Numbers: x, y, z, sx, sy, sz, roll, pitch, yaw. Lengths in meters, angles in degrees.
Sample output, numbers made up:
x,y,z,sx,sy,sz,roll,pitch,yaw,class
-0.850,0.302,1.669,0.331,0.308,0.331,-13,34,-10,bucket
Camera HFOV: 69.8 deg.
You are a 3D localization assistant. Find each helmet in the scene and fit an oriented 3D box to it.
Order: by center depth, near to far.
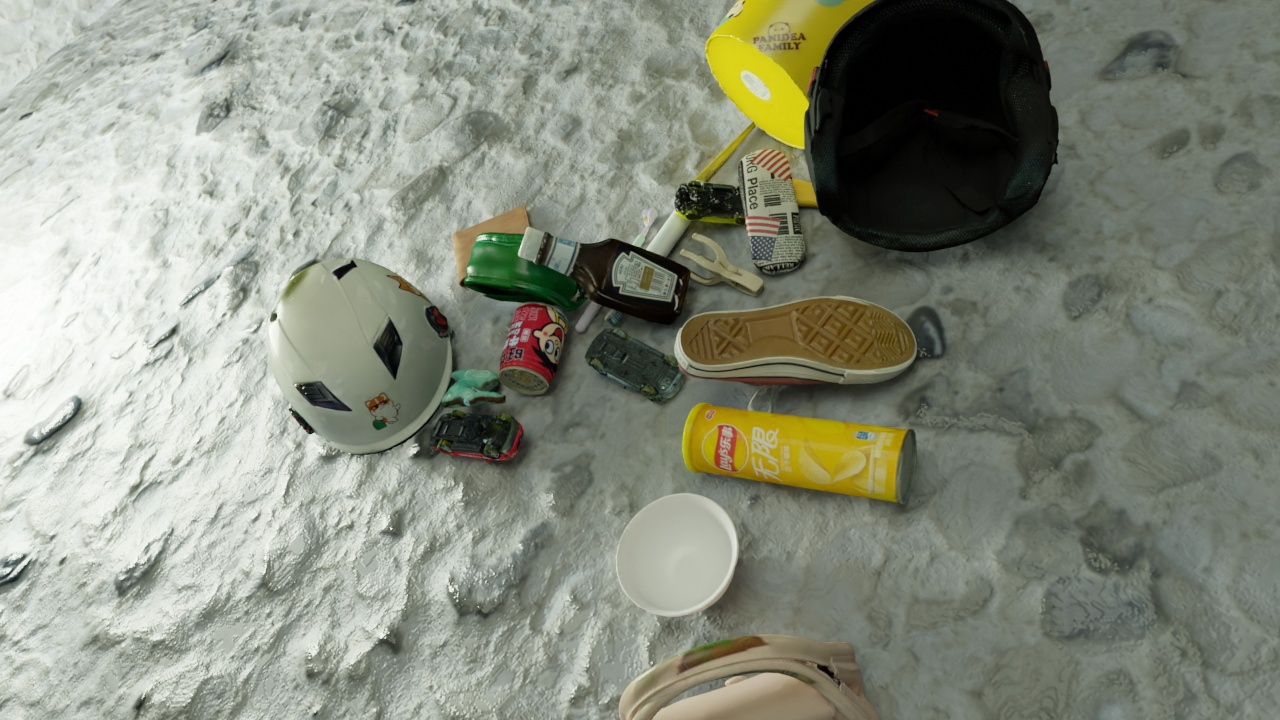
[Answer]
x,y,z,sx,sy,sz,roll,pitch,yaw,class
0.284,-0.247,0.925,0.234,0.275,0.229,2,30,10,helmet
-0.369,-0.028,1.148,0.230,0.157,0.274,-35,50,-1,helmet

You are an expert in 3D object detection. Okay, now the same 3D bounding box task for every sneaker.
x,y,z,sx,sy,sz,roll,pitch,yaw,class
0.153,-0.006,0.935,0.241,0.088,0.118,-2,67,-2,sneaker

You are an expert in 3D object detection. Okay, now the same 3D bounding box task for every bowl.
x,y,z,sx,sy,sz,roll,pitch,yaw,class
0.044,0.191,0.860,0.118,0.065,0.118,-13,54,18,bowl

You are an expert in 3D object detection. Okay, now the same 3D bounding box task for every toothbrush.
x,y,z,sx,sy,sz,roll,pitch,yaw,class
0.020,-0.132,1.121,0.220,0.026,0.027,-56,13,-17,toothbrush
-0.030,-0.112,1.136,0.021,0.029,0.188,31,71,-2,toothbrush
0.121,-0.284,1.185,0.190,0.016,0.016,-47,49,-11,toothbrush

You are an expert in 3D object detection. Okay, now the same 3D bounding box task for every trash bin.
x,y,z,sx,sy,sz,roll,pitch,yaw,class
0.228,-0.410,1.101,0.255,0.229,0.229,-48,51,-4,trash bin

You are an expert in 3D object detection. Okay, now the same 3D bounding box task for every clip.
x,y,z,sx,sy,sz,roll,pitch,yaw,class
0.087,-0.111,1.051,0.102,0.095,0.035,22,68,47,clip

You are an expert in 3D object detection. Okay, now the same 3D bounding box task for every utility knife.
x,y,z,sx,sy,sz,roll,pitch,yaw,class
0.216,-0.187,1.075,0.156,0.015,0.033,24,78,35,utility knife

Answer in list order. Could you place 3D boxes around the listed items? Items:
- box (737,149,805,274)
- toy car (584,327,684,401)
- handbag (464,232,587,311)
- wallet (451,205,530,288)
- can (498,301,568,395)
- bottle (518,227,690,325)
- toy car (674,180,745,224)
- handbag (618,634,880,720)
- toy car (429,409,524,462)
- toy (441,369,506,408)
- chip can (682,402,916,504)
x,y,z,sx,sy,sz,roll,pitch,yaw,class
0.152,-0.174,1.072,0.069,0.052,0.164,-14,64,22,box
-0.006,0.006,1.033,0.121,0.037,0.054,26,70,26,toy car
-0.141,-0.105,1.120,0.131,0.120,0.068,8,80,30,handbag
-0.200,-0.157,1.250,0.115,0.020,0.101,-22,50,7,wallet
-0.127,-0.014,1.082,0.067,0.066,0.093,-2,57,24,can
-0.042,-0.103,1.047,0.195,0.044,0.079,19,64,-10,bottle
0.093,-0.188,1.113,0.105,0.032,0.048,4,68,2,toy car
0.071,0.263,0.685,0.193,0.234,0.093,-25,52,8,handbag
-0.185,0.088,1.052,0.121,0.045,0.052,2,60,33,toy car
-0.197,0.036,1.087,0.096,0.030,0.091,3,23,16,toy
0.149,0.087,0.878,0.214,0.072,0.072,7,61,28,chip can
